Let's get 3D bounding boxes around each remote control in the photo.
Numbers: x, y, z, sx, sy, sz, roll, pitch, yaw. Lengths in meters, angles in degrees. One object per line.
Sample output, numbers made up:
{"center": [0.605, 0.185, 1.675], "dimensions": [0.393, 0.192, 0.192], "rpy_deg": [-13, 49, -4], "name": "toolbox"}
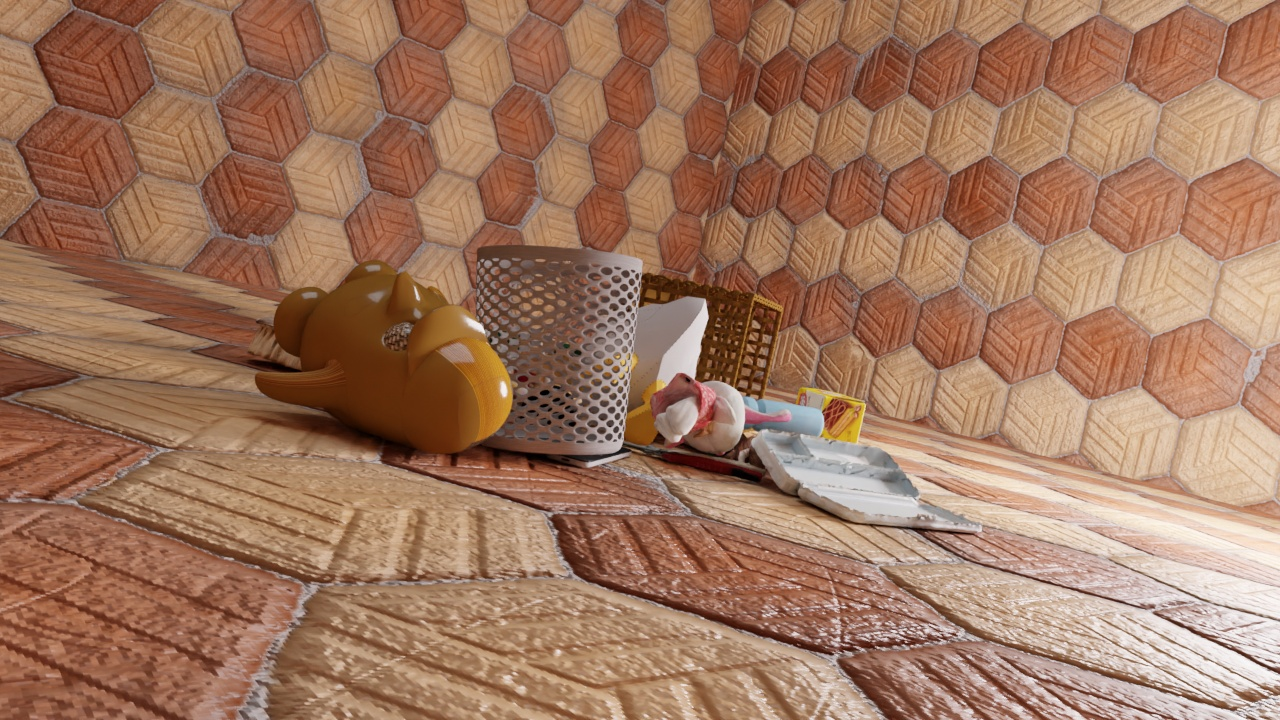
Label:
{"center": [-0.050, 0.094, 0.930], "dimensions": [0.045, 0.008, 0.146], "rpy_deg": [13, 3, 16], "name": "remote control"}

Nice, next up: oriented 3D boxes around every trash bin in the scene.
{"center": [-0.082, -0.008, 0.873], "dimensions": [0.156, 0.183, 0.156], "rpy_deg": [4, 1, 0], "name": "trash bin"}

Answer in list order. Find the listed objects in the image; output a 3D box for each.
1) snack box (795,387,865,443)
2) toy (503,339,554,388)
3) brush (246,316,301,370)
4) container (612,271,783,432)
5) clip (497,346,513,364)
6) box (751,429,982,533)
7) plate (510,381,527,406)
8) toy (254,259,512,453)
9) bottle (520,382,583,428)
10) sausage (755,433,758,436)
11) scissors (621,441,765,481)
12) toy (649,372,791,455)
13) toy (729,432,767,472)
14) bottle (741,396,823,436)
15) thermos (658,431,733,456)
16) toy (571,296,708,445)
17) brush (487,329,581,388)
{"center": [0.238, 0.094, 1.192], "dimensions": [0.061, 0.106, 0.083], "rpy_deg": [12, 3, -15], "name": "snack box"}
{"center": [-0.147, 0.012, 1.273], "dimensions": [0.085, 0.105, 0.074], "rpy_deg": [19, -19, -9], "name": "toy"}
{"center": [-0.337, 0.000, 1.076], "dimensions": [0.271, 0.056, 0.083], "rpy_deg": [14, -2, 15], "name": "brush"}
{"center": [0.086, -0.012, 1.506], "dimensions": [0.214, 0.219, 0.251], "rpy_deg": [13, 3, 19], "name": "container"}
{"center": [-0.241, 0.012, 1.340], "dimensions": [0.124, 0.074, 0.144], "rpy_deg": [7, -5, -38], "name": "clip"}
{"center": [0.242, 0.139, 0.993], "dimensions": [0.209, 0.061, 0.192], "rpy_deg": [10, 22, -32], "name": "box"}
{"center": [-0.208, 0.011, 1.110], "dimensions": [0.187, 0.016, 0.187], "rpy_deg": [15, -19, 44], "name": "plate"}
{"center": [-0.200, 0.001, 0.786], "dimensions": [0.203, 0.163, 0.198], "rpy_deg": [27, 41, 30], "name": "toy"}
{"center": [-0.094, 0.053, 1.041], "dimensions": [0.059, 0.059, 0.181], "rpy_deg": [12, 3, 1], "name": "bottle"}
{"center": [0.172, 0.113, 1.165], "dimensions": [0.039, 0.044, 0.164], "rpy_deg": [-23, 4, -1], "name": "sausage"}
{"center": [0.042, 0.107, 1.014], "dimensions": [0.187, 0.015, 0.146], "rpy_deg": [10, 4, -22], "name": "scissors"}
{"center": [0.071, 0.063, 1.011], "dimensions": [0.159, 0.084, 0.194], "rpy_deg": [-13, -12, 21], "name": "toy"}
{"center": [0.129, 0.110, 1.081], "dimensions": [0.055, 0.041, 0.101], "rpy_deg": [-10, 5, 16], "name": "toy"}
{"center": [0.159, 0.069, 1.124], "dimensions": [0.130, 0.040, 0.040], "rpy_deg": [10, 3, -16], "name": "bottle"}
{"center": [0.049, 0.072, 1.232], "dimensions": [0.067, 0.068, 0.230], "rpy_deg": [11, 4, -27], "name": "thermos"}
{"center": [-0.007, 0.007, 1.187], "dimensions": [0.141, 0.247, 0.267], "rpy_deg": [45, 14, -9], "name": "toy"}
{"center": [-0.196, -0.001, 1.551], "dimensions": [0.195, 0.075, 0.249], "rpy_deg": [14, 3, 30], "name": "brush"}
